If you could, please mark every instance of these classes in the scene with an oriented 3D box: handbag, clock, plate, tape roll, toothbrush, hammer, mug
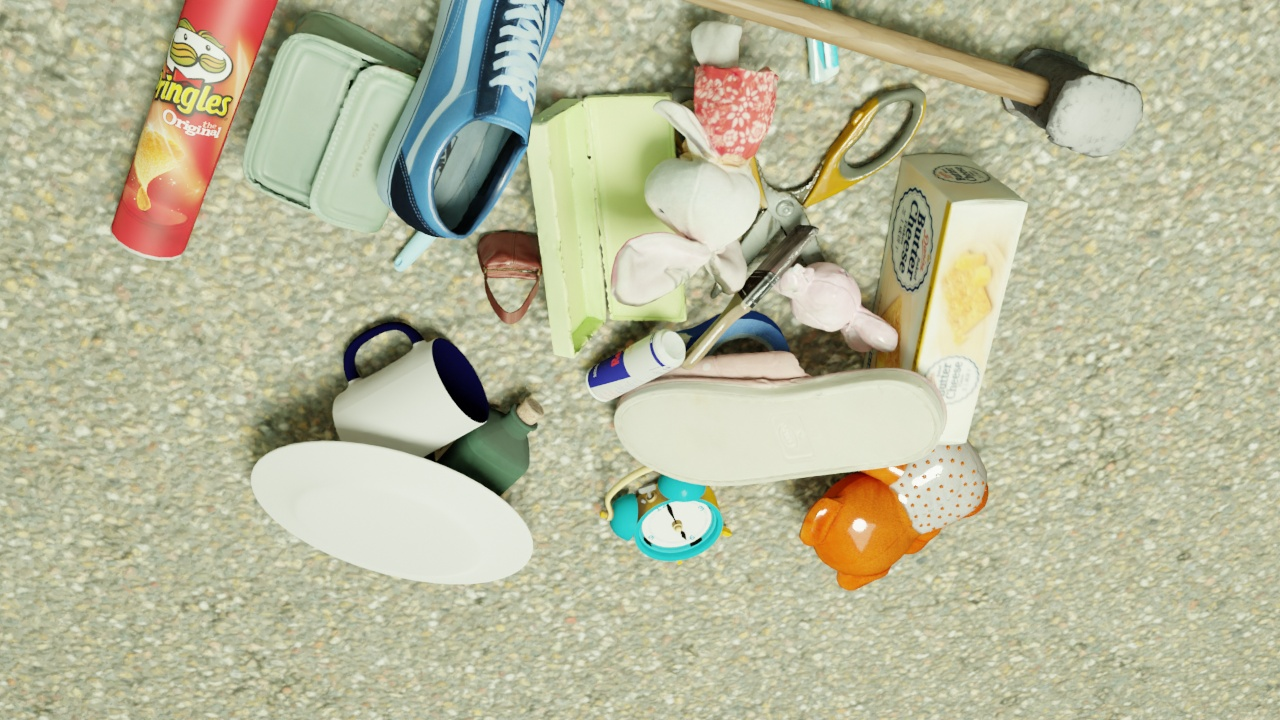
[{"bbox_3d":[-0.205,-0.162,0.630,0.106,0.067,0.122,22,116,-20],"label":"handbag"},{"bbox_3d":[0.026,0.142,0.852,0.099,0.043,0.129,-33,126,13],"label":"clock"},{"bbox_3d":[-0.212,0.142,0.780,0.242,0.016,0.243,7,143,5],"label":"plate"},{"bbox_3d":[0.082,0.002,0.787,0.091,0.016,0.093,-17,121,4],"label":"tape roll"},{"bbox_3d":[-0.095,-0.059,0.672,0.055,0.119,0.029,2,120,-7],"label":"handbag"},{"bbox_3d":[-0.137,-0.122,0.690,0.155,0.016,0.022,-44,83,18],"label":"toothbrush"},{"bbox_3d":[0.183,-0.212,0.629,0.328,0.098,0.052,13,119,-10],"label":"hammer"},{"bbox_3d":[-0.193,0.024,0.744,0.097,0.078,0.112,-29,91,11],"label":"mug"}]

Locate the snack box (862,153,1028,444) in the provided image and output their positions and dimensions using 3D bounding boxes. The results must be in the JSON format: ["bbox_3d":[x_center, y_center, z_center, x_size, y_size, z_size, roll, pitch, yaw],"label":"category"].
[{"bbox_3d":[0.232,-0.046,0.723,0.057,0.104,0.208,-1,121,-6],"label":"snack box"}]

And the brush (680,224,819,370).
[{"bbox_3d":[0.083,-0.049,0.718,0.012,0.039,0.151,38,102,-14],"label":"brush"}]

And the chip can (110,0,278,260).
[{"bbox_3d":[-0.305,-0.169,0.624,0.051,0.051,0.215,25,116,-19],"label":"chip can"}]

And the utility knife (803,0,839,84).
[{"bbox_3d":[0.116,-0.273,0.629,0.022,0.015,0.162,-15,119,1],"label":"utility knife"}]

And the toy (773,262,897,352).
[{"bbox_3d":[0.156,-0.044,0.734,0.110,0.064,0.047,40,74,-13],"label":"toy"}]

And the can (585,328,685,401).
[{"bbox_3d":[-0.004,0.004,0.747,0.032,0.032,0.095,37,139,-24],"label":"can"}]

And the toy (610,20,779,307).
[{"bbox_3d":[0.046,-0.132,0.636,0.158,0.084,0.194,-17,121,-48],"label":"toy"}]

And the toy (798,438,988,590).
[{"bbox_3d":[0.229,0.128,0.843,0.172,0.093,0.164,-38,121,2],"label":"toy"}]

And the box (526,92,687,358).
[{"bbox_3d":[-0.029,-0.104,0.695,0.127,0.066,0.188,-18,124,-18],"label":"box"}]

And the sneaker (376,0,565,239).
[{"bbox_3d":[-0.082,-0.186,0.580,0.083,0.098,0.241,15,103,-49],"label":"sneaker"}]

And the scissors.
[{"bbox_3d":[0.108,-0.141,0.705,0.229,0.016,0.226,32,115,-24],"label":"scissors"}]

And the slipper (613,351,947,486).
[{"bbox_3d":[0.107,0.045,0.749,0.275,0.054,0.114,-4,121,25],"label":"slipper"}]

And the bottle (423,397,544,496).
[{"bbox_3d":[-0.133,0.080,0.785,0.061,0.061,0.131,38,110,-27],"label":"bottle"}]
